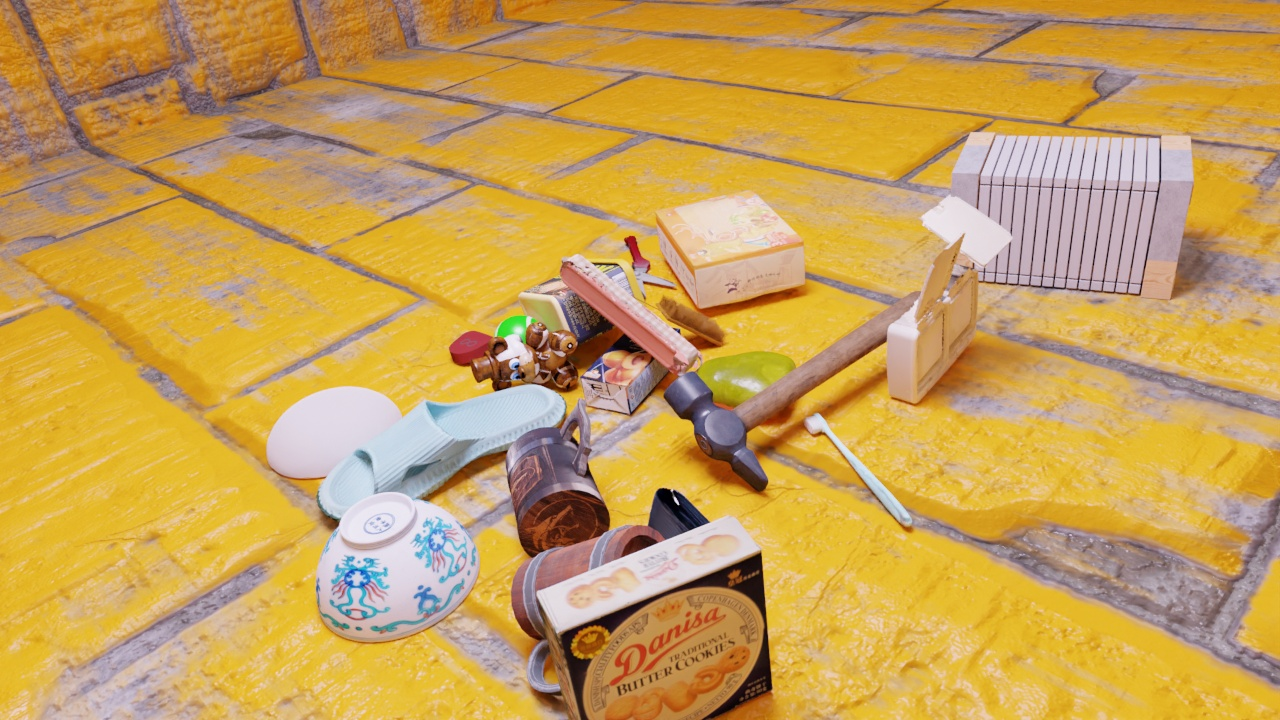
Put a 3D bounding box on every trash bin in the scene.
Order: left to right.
[{"bbox_3d":[0.514,-0.181,1.111,0.247,0.143,0.142,8,35,25],"label":"trash bin"}]

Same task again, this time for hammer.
[{"bbox_3d":[0.184,0.008,0.925,0.321,0.040,0.129,-30,70,-26],"label":"hammer"}]

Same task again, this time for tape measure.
[{"bbox_3d":[-0.213,-0.015,1.143,0.051,0.019,0.059,-33,32,-31],"label":"tape measure"}]

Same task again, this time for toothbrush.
[{"bbox_3d":[0.200,0.099,0.856,0.016,0.016,0.180,-14,31,-14],"label":"toothbrush"}]

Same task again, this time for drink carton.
[{"bbox_3d":[-0.006,0.006,1.036,0.064,0.040,0.129,11,36,28],"label":"drink carton"}]

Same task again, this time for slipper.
[{"bbox_3d":[-0.204,0.076,0.946,0.275,0.069,0.116,-23,31,-24],"label":"slipper"}]

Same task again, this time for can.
[{"bbox_3d":[-0.073,-0.069,1.114,0.104,0.075,0.135,-28,18,-21],"label":"can"}]

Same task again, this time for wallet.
[{"bbox_3d":[0.036,0.165,0.720,0.026,0.089,0.115,-5,25,-29],"label":"wallet"}]

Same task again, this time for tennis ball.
[{"bbox_3d":[-0.142,-0.021,1.089,0.065,0.065,0.065,-6,31,4],"label":"tennis ball"}]

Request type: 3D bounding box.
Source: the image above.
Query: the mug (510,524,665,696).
[{"bbox_3d":[-0.039,0.190,0.692,0.111,0.081,0.117,-20,49,35],"label":"mug"}]

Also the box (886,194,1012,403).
[{"bbox_3d":[0.311,-0.056,0.921,0.080,0.180,0.143,20,48,37],"label":"box"}]

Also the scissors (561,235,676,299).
[{"bbox_3d":[-0.030,-0.132,1.291,0.179,0.015,0.198,0,33,11],"label":"scissors"}]

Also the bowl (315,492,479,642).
[{"bbox_3d":[-0.219,0.163,0.798,0.144,0.074,0.143,-6,31,4],"label":"bowl"}]

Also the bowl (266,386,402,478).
[{"bbox_3d":[-0.343,0.068,1.015,0.149,0.043,0.149,-6,31,4],"label":"bowl"}]

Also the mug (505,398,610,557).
[{"bbox_3d":[-0.069,0.105,0.826,0.080,0.116,0.107,23,19,-26],"label":"mug"}]

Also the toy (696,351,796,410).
[{"bbox_3d":[0.108,0.022,0.967,0.110,0.051,0.089,6,41,16],"label":"toy"}]

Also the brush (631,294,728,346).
[{"bbox_3d":[0.043,-0.055,1.069,0.126,0.017,0.048,25,17,-29],"label":"brush"}]

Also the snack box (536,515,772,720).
[{"bbox_3d":[0.014,0.193,0.623,0.144,0.145,0.042,-19,33,-15],"label":"snack box"}]

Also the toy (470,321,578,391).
[{"bbox_3d":[-0.131,0.000,1.029,0.112,0.087,0.067,-17,42,-22],"label":"toy"}]

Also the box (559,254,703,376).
[{"bbox_3d":[-0.008,-0.051,1.003,0.187,0.057,0.067,39,31,14],"label":"box"}]

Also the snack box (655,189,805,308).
[{"bbox_3d":[0.116,-0.144,1.211,0.145,0.081,0.195,-14,32,-7],"label":"snack box"}]
